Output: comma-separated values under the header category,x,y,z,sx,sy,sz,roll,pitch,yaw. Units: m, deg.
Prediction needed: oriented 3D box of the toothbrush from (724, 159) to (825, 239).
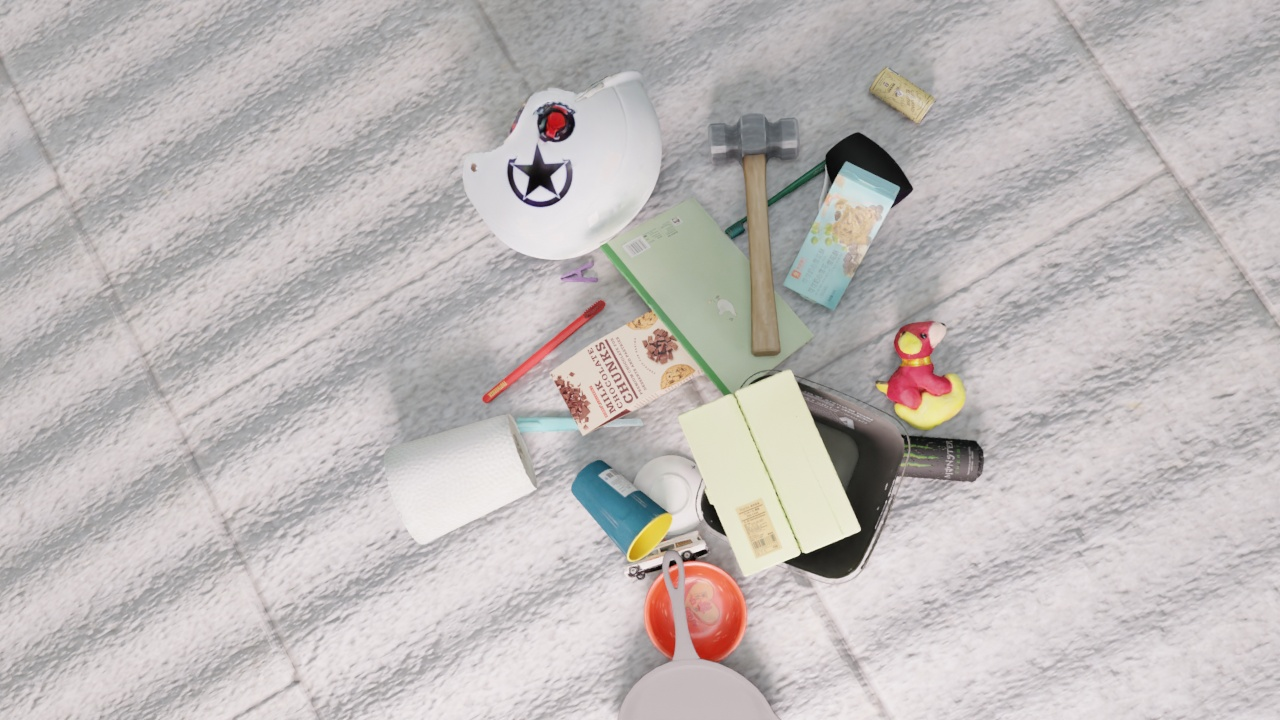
category,x,y,z,sx,sy,sz,roll,pitch,yaw
toothbrush,0.193,-0.220,1.217,0.190,0.016,0.017,-35,79,0

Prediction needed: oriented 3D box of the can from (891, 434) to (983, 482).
category,x,y,z,sx,sy,sz,roll,pitch,yaw
can,0.355,0.121,1.149,0.138,0.054,0.054,4,85,7

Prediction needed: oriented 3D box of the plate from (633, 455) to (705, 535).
category,x,y,z,sx,sy,sz,roll,pitch,yaw
plate,0.039,0.175,1.194,0.104,0.026,0.104,-1,84,7

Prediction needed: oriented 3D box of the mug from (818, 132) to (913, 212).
category,x,y,z,sx,sy,sz,roll,pitch,yaw
mug,0.274,-0.228,1.184,0.119,0.084,0.100,-36,81,32

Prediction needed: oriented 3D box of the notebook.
category,x,y,z,sx,sy,sz,roll,pitch,yaw
notebook,0.088,-0.086,1.167,0.181,0.010,0.252,-33,80,-37

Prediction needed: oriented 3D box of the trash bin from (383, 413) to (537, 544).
category,x,y,z,sx,sy,sz,roll,pitch,yaw
trash bin,-0.226,0.145,1.180,0.161,0.133,0.133,-21,82,-1

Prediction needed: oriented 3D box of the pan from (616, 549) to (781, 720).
category,x,y,z,sx,sy,sz,roll,pitch,yaw
pan,0.061,0.395,1.130,0.216,0.024,0.355,-6,103,7

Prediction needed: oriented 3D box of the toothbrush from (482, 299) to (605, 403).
category,x,y,z,sx,sy,sz,roll,pitch,yaw
toothbrush,-0.131,-0.012,1.236,0.212,0.018,0.012,-39,82,2

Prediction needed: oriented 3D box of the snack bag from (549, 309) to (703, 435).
category,x,y,z,sx,sy,sz,roll,pitch,yaw
snack bag,-0.007,0.007,1.193,0.206,0.070,0.094,-29,81,3

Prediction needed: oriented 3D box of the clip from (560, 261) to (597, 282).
category,x,y,z,sx,sy,sz,roll,pitch,yaw
clip,-0.079,-0.113,1.243,0.050,0.014,0.046,-41,84,-2

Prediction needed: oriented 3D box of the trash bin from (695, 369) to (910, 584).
category,x,y,z,sx,sy,sz,roll,pitch,yaw
trash bin,0.184,0.134,1.083,0.197,0.220,0.197,22,87,8

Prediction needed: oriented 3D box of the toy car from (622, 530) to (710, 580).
category,x,y,z,sx,sy,sz,roll,pitch,yaw
toy car,0.032,0.251,1.184,0.113,0.039,0.039,-17,62,5

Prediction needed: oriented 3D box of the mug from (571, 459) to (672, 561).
category,x,y,z,sx,sy,sz,roll,pitch,yaw
mug,-0.028,0.186,1.167,0.121,0.078,0.078,41,90,26

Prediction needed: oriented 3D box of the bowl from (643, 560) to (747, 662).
category,x,y,z,sx,sy,sz,roll,pitch,yaw
bowl,0.070,0.319,1.166,0.130,0.045,0.130,-1,85,7

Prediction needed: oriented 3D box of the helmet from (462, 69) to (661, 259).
category,x,y,z,sx,sy,sz,roll,pitch,yaw
helmet,-0.073,-0.228,1.145,0.264,0.236,0.163,-34,87,8

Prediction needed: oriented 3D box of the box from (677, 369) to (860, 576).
category,x,y,z,sx,sy,sz,roll,pitch,yaw
box,0.133,0.118,0.968,0.137,0.024,0.187,-22,82,6

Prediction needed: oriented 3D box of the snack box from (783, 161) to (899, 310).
category,x,y,z,sx,sy,sz,roll,pitch,yaw
snack box,0.248,-0.153,1.143,0.075,0.053,0.175,29,127,9

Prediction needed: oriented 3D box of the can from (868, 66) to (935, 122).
category,x,y,z,sx,sy,sz,roll,pitch,yaw
can,0.344,-0.348,1.204,0.079,0.038,0.038,37,89,9

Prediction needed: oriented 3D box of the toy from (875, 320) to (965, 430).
category,x,y,z,sx,sy,sz,roll,pitch,yaw
toy,0.351,0.021,1.161,0.105,0.067,0.137,-12,95,8

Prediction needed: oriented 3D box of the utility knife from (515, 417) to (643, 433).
category,x,y,z,sx,sy,sz,roll,pitch,yaw
utility knife,-0.084,0.085,1.222,0.177,0.015,0.022,-2,85,8

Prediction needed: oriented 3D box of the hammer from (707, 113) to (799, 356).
category,x,y,z,sx,sy,sz,roll,pitch,yaw
hammer,0.151,-0.163,1.171,0.117,0.051,0.322,-3,73,6
